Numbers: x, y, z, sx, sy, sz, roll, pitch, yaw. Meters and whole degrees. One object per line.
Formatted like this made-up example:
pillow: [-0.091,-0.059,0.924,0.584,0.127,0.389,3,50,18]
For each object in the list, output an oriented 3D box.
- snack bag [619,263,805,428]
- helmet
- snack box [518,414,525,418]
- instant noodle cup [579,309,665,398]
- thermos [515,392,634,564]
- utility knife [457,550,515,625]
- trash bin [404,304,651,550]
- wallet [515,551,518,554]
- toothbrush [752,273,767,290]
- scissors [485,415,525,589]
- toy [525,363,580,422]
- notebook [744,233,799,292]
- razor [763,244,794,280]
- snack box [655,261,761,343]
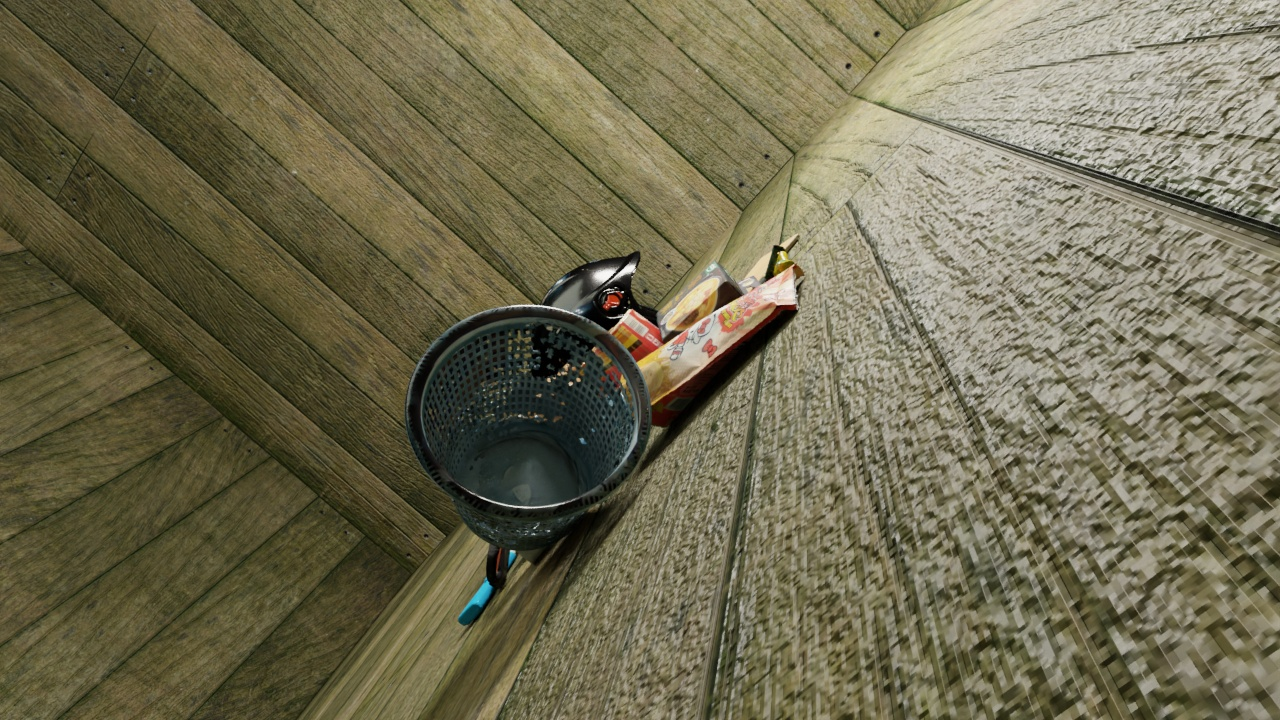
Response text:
snack bag: [0.076,-0.017,0.923,0.208,0.073,0.128,-39,7,22]
helmet: [-0.067,-0.050,1.534,0.233,0.230,0.274,159,114,-81]
snack box: [-0.160,0.129,1.368,0.092,0.094,0.077,-49,4,-8]
instant noodle cup: [-0.007,0.007,1.177,0.138,0.108,0.138,-48,4,4]
thermos: [-0.075,0.131,1.057,0.220,0.070,0.070,-49,4,-8]
utility knife: [-0.184,0.275,1.189,0.034,0.018,0.202,-48,3,22]
trash bin: [-0.115,0.089,0.924,0.226,0.226,0.195,-51,-12,-30]
wallet: [-0.110,0.182,1.182,0.108,0.031,0.131,-43,5,36]
toothbrush: [0.120,-0.056,1.100,0.185,0.012,0.017,-51,-6,-36]
scissors: [-0.159,0.163,1.122,0.161,0.022,0.234,-111,29,-89]
toy: [-0.097,0.075,1.278,0.225,0.082,0.143,-44,-36,-70]
notebook: [0.130,-0.082,1.266,0.207,0.008,0.148,-49,4,-12]
razor: [0.160,-0.107,1.038,0.132,0.028,0.043,-52,-19,-81]
snack box: [0.082,-0.065,1.096,0.126,0.053,0.113,-43,15,10]
